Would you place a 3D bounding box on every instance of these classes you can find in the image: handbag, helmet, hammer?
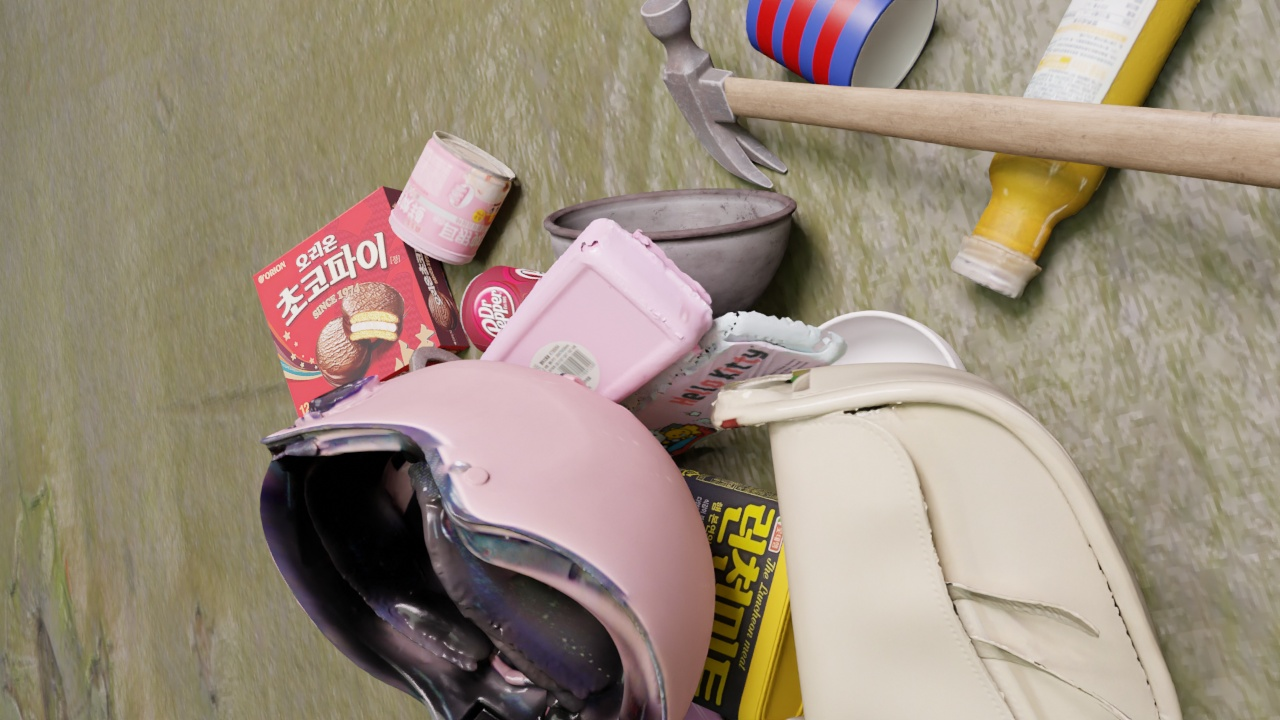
[{"bbox_3d":[0.136,0.112,0.411,0.184,0.131,0.229,-9,95,12],"label":"handbag"},{"bbox_3d":[-0.074,0.095,0.469,0.256,0.152,0.230,-14,114,42],"label":"helmet"},{"bbox_3d":[0.139,-0.123,0.453,0.332,0.119,0.030,20,61,42],"label":"hammer"}]

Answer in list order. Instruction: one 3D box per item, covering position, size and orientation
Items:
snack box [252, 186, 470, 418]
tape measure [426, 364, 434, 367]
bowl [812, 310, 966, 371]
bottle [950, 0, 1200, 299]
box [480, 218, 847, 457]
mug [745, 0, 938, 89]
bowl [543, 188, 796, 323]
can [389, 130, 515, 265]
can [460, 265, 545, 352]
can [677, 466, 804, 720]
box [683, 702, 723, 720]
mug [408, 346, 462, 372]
[{"bbox_3d":[-0.224,-0.040,0.727,0.152,0.035,0.132,-27,79,24],"label":"snack box"},{"bbox_3d":[-0.149,0.027,0.700,0.059,0.019,0.051,-37,68,18],"label":"tape measure"},{"bbox_3d":[0.132,0.026,0.507,0.105,0.054,0.105,-1,88,34],"label":"bowl"},{"bbox_3d":[0.217,-0.122,0.459,0.053,0.053,0.186,31,104,29],"label":"bottle"},{"bbox_3d":[-0.005,0.011,0.500,0.202,0.155,0.058,-40,26,56],"label":"box"},{"bbox_3d":[0.108,-0.200,0.497,0.075,0.112,0.076,-44,64,-10],"label":"mug"},{"bbox_3d":[0.018,-0.056,0.540,0.145,0.144,0.067,7,112,32],"label":"bowl"},{"bbox_3d":[-0.138,-0.117,0.669,0.067,0.067,0.076,40,107,26],"label":"can"},{"bbox_3d":[-0.063,-0.027,0.622,0.114,0.063,0.063,13,95,31],"label":"can"},{"bbox_3d":[0.051,0.134,0.532,0.101,0.072,0.130,11,82,34],"label":"can"},{"bbox_3d":[-0.031,0.212,0.613,0.214,0.089,0.093,50,156,23],"label":"box"},{"bbox_3d":[-0.112,0.044,0.626,0.096,0.110,0.123,-31,72,21],"label":"mug"}]
